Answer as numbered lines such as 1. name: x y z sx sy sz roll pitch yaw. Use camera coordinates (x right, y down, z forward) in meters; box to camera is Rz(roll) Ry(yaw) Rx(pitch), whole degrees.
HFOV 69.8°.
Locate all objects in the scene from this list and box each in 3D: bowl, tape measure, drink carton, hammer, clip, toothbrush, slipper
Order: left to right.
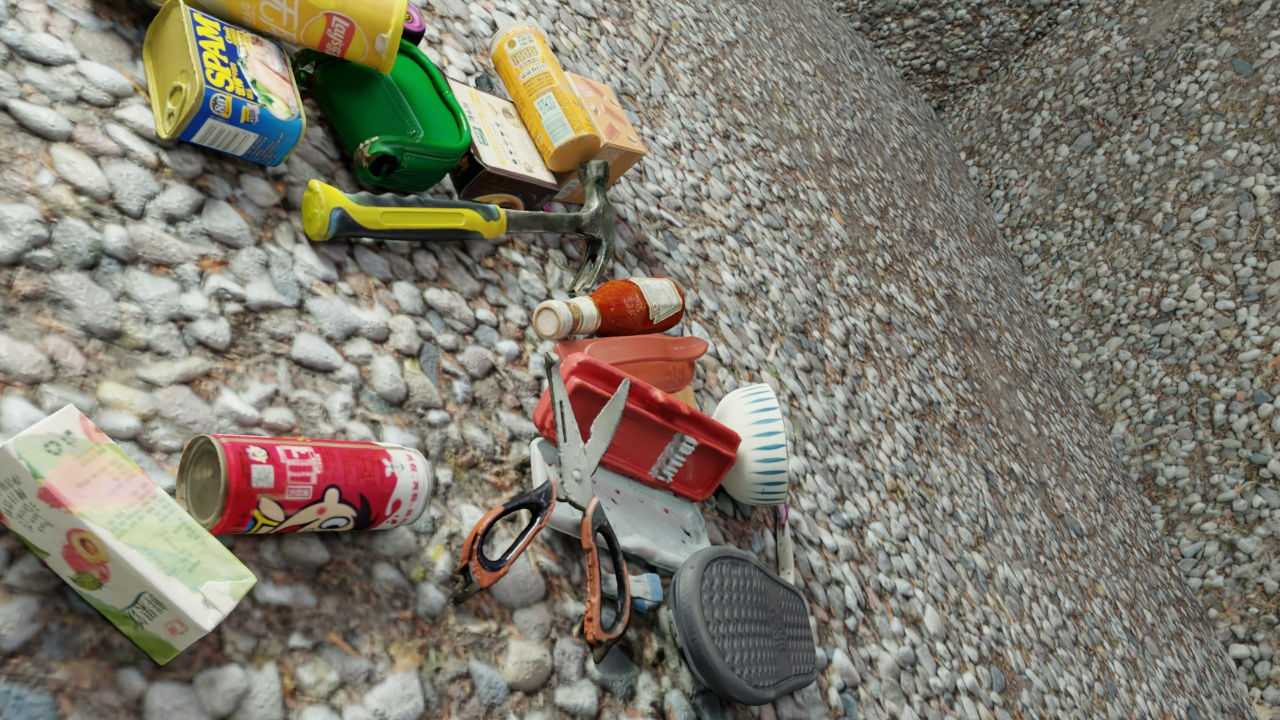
1. drink carton: -0.248 0.083 0.437 0.122 0.054 0.045 47 31 -11
2. tape measure: -0.237 -0.319 0.876 0.058 0.039 0.056 44 31 -5
3. hammer: -0.135 -0.117 0.784 0.322 0.032 0.126 -8 94 -50
4. toothbrush: -0.126 -0.219 0.947 0.014 0.018 0.189 -9 68 -58
5. clip: -0.011 0.174 0.702 0.058 0.044 0.026 20 46 -32
6. slipper: 0.071 0.218 0.724 0.268 0.083 0.110 36 41 -58
7. bowl: 0.096 0.083 0.874 0.066 0.117 0.116 -6 52 -5
8. toothbrush: 0.147 0.160 0.936 0.017 0.016 0.187 47 29 -30

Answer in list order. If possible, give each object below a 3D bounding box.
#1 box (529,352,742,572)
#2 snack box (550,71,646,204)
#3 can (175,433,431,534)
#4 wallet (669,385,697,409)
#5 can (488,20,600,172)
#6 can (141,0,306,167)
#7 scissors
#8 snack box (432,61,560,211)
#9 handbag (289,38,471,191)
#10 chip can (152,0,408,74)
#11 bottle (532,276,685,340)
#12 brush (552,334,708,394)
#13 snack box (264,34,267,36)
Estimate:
1. box: -0.004 0.092 0.755 0.201 0.074 0.154 28 66 -38
2. snack box: -0.065 -0.231 0.966 0.076 0.093 0.094 -7 64 -56
3. can: -0.189 0.072 0.528 0.132 0.053 0.053 10 51 -50
4. wallet: 0.018 0.060 0.859 0.101 0.020 0.115 20 46 -39
5. can: -0.095 -0.259 0.901 0.058 0.058 0.146 -6 64 -56
6. can: -0.295 -0.194 0.653 0.083 0.057 0.102 10 51 -52
7. scissors: -0.049 0.105 0.660 0.189 0.015 0.224 54 52 -17
8. snack box: -0.146 -0.207 0.869 0.125 0.053 0.113 3 56 -53
9. handbag: -0.213 -0.205 0.763 0.131 0.068 0.120 57 32 7
10. chip can: -0.284 -0.278 0.677 0.213 0.072 0.072 11 47 -23
11. bottle: -0.027 -0.045 0.857 0.059 0.060 0.205 59 30 10
12. brush: -0.005 0.005 0.805 0.145 0.069 0.063 -7 65 -40
13. snack box: -0.353 -0.389 0.757 0.210 0.070 0.157 38 34 -24
